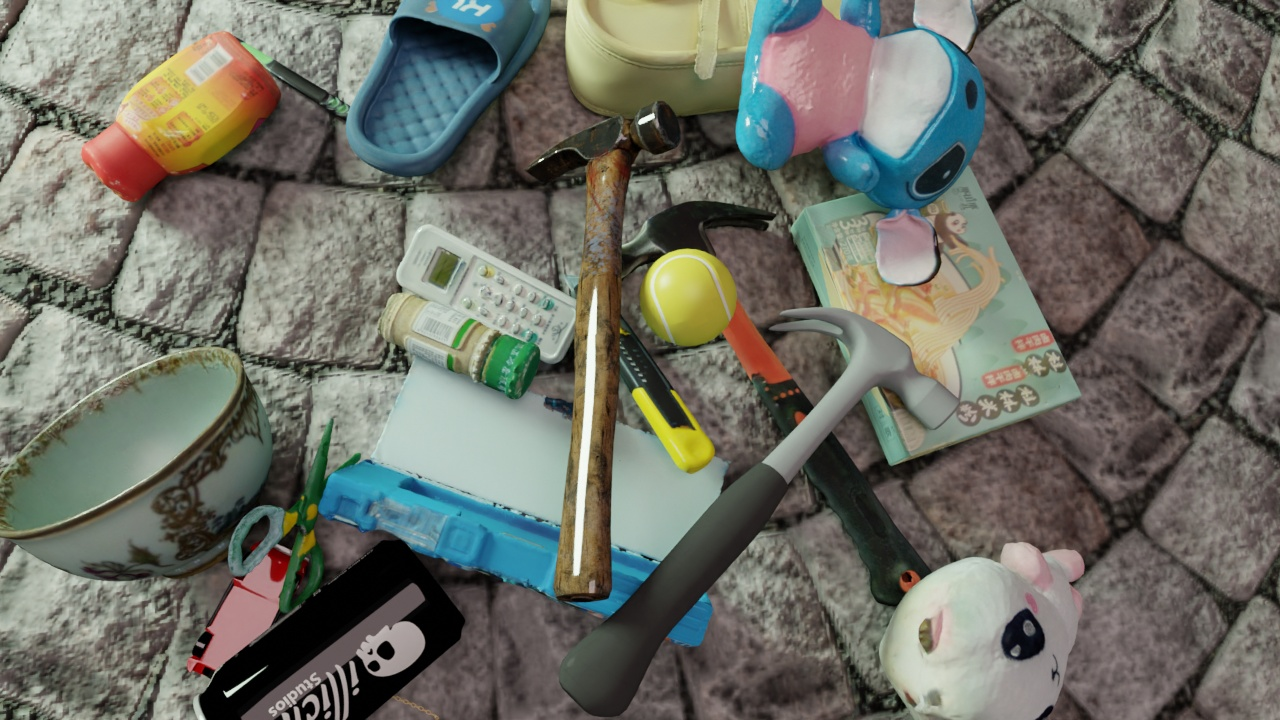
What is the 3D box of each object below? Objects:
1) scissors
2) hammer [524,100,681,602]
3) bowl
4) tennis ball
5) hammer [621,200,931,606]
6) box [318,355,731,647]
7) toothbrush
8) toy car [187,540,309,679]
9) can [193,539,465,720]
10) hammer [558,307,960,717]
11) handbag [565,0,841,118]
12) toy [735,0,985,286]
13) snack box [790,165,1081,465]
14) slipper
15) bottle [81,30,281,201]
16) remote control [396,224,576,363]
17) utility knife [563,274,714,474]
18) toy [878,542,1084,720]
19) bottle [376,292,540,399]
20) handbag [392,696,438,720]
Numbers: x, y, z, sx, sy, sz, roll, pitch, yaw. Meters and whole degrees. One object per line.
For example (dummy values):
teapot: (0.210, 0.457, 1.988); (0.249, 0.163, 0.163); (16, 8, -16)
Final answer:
scissors: (-0.216, 0.092, 0.577); (0.012, 0.112, 0.130); (5, 76, 19)
hammer: (-0.034, -0.013, 0.588); (0.120, 0.033, 0.329); (-15, 60, 33)
bowl: (-0.291, 0.076, 0.562); (0.159, 0.160, 0.094); (-31, 124, -12)
tennis ball: (0.032, -0.042, 0.617); (0.065, 0.065, 0.065); (1, 78, -6)
hammer: (0.106, 0.031, 0.661); (0.133, 0.033, 0.333); (-31, 84, -12)
box: (-0.063, 0.083, 0.601); (0.243, 0.114, 0.113); (20, 89, -2)
toothbrush: (-0.230, -0.192, 0.678); (0.188, 0.017, 0.014); (33, 67, 3)
toy car: (-0.252, 0.163, 0.593); (0.038, 0.025, 0.089); (26, 78, -4)
can: (-0.186, 0.182, 0.561); (0.145, 0.080, 0.080); (-38, 84, -19)
hammer: (0.065, 0.084, 0.562); (0.125, 0.030, 0.310); (43, 68, 8)
handbag: (0.062, -0.273, 0.693); (0.233, 0.089, 0.190); (3, 74, -6)
toy: (0.152, -0.166, 0.627); (0.191, 0.099, 0.224); (9, 88, -21)
snack box: (0.212, -0.037, 0.670); (0.141, 0.044, 0.193); (-16, 75, -14)
slipper: (-0.143, -0.228, 0.667); (0.104, 0.059, 0.213); (26, 70, 3)
bottle: (-0.324, -0.169, 0.645); (0.071, 0.048, 0.134); (45, 77, 5)
remote control: (-0.106, -0.047, 0.654); (0.133, 0.022, 0.050); (28, 97, 0)
utility knife: (-0.004, 0.004, 0.650); (0.028, 0.020, 0.174); (-25, 70, -30)
toy: (0.239, 0.185, 0.610); (0.179, 0.101, 0.139); (-21, 107, -28)
bottle: (-0.125, -0.011, 0.632); (0.110, 0.043, 0.042); (23, 76, 7)
handbag: (-0.176, 0.255, 0.587); (0.178, 0.027, 0.084); (21, 75, 4)
